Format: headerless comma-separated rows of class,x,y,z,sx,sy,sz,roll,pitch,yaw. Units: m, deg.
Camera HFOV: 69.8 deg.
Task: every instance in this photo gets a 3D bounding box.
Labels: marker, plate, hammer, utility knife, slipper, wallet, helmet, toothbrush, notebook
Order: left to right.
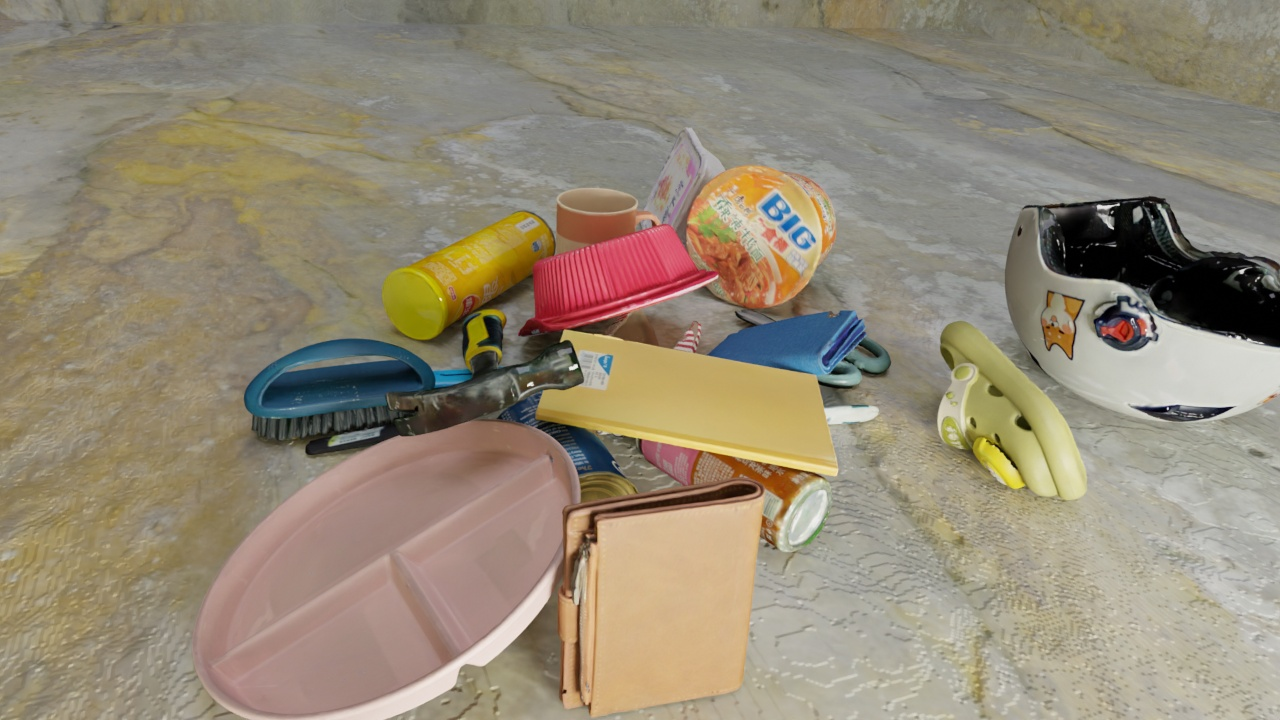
marker,-0.195,0.058,0.711,0.124,0.015,0.018,-9,30,-18
plate,-0.140,0.114,0.528,0.230,0.028,0.229,-14,32,9
utility knife,-0.141,0.017,0.790,0.159,0.018,0.034,-2,29,-9
hammer,-0.125,-0.004,0.714,0.126,0.032,0.323,-20,13,-7
wallet,0.010,0.127,0.483,0.107,0.132,0.031,-6,26,-17
notebook,0.035,0.025,0.672,0.206,0.010,0.145,10,25,-1
toothbrush,0.111,0.048,0.770,0.191,0.016,0.018,-3,18,-13
wallet,0.120,-0.006,0.808,0.133,0.040,0.106,-8,17,36
slipper,0.283,0.047,0.743,0.082,0.091,0.190,-34,38,12
helmet,0.445,-0.033,0.820,0.229,0.157,0.274,-12,42,-32

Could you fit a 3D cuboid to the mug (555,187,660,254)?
mug,-0.034,-0.120,0.968,0.114,0.106,0.081,-9,31,-23

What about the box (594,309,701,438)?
box,-0.010,0.004,0.777,0.087,0.076,0.162,30,34,3

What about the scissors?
scissors,0.144,-0.012,0.887,0.185,0.019,0.129,17,31,25

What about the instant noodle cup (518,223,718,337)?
instant noodle cup,-0.028,-0.079,0.850,0.194,0.066,0.193,-17,9,2

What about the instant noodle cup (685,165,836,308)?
instant noodle cup,0.140,-0.140,1.001,0.151,0.151,0.111,18,23,23

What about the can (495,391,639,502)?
can,-0.055,0.078,0.624,0.075,0.075,0.111,-8,30,-22

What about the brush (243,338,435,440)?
brush,-0.232,0.018,0.715,0.143,0.074,0.055,-6,35,-20

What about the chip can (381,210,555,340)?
chip can,-0.168,-0.093,0.934,0.072,0.072,0.212,15,30,20

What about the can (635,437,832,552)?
can,0.064,0.078,0.661,0.057,0.058,0.147,-20,37,-38

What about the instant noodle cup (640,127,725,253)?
instant noodle cup,0.059,-0.195,1.112,0.060,0.138,0.173,20,25,-17
